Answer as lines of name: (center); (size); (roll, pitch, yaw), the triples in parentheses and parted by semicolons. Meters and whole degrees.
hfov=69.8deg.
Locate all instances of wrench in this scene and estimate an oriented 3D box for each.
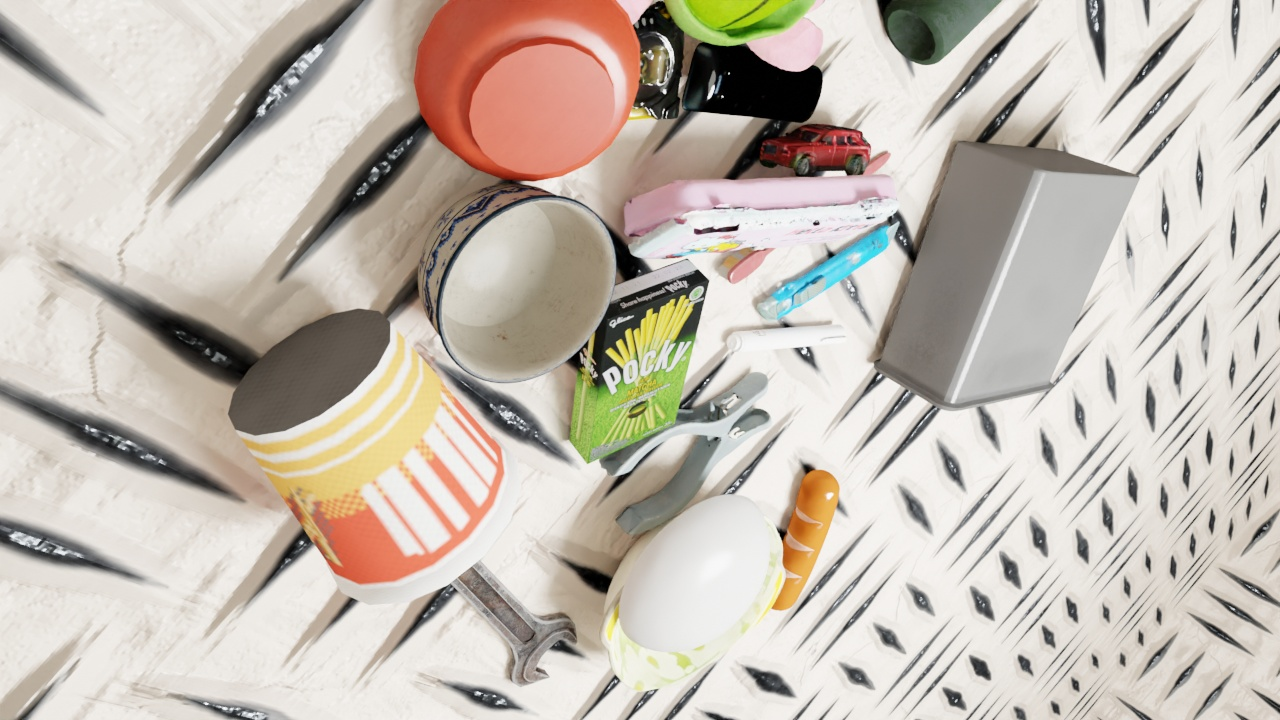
wrench: (-0.116, 0.179, 0.700); (0.070, 0.010, 0.273); (-40, 137, -12)

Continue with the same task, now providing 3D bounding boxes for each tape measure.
tape measure: (-0.005, -0.173, 0.530); (0.062, 0.038, 0.067); (-15, 127, -33)

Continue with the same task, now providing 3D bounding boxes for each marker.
marker: (0.123, -0.018, 0.761); (0.133, 0.020, 0.017); (-5, 123, -38)

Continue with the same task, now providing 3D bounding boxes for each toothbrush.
toothbrush: (0.131, -0.114, 0.709); (0.184, 0.016, 0.015); (-37, 136, -19)

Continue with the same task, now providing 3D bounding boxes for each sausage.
sausage: (0.161, 0.181, 0.918); (0.044, 0.039, 0.164); (-5, 121, -39)

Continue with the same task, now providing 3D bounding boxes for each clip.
clip: (0.035, 0.051, 0.728); (0.171, 0.029, 0.143); (-39, 138, -14)

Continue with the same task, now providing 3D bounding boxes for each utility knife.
utility knife: (0.158, -0.073, 0.758); (0.158, 0.015, 0.031); (-34, 140, -20)

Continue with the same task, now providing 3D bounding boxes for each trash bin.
trash bin: (0.338, -0.079, 0.849); (0.191, 0.097, 0.220); (-7, 121, -38)

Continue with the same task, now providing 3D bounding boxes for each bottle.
bottle: (0.252, -0.288, 0.660); (0.174, 0.055, 0.055); (-44, 137, -10)

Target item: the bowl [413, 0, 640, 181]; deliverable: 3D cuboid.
bowl: (-0.054, -0.139, 0.480); (0.122, 0.035, 0.122); (-12, 140, -10)

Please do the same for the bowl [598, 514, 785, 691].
bowl: (0.036, 0.198, 0.808); (0.219, 0.060, 0.189); (10, 110, -45)

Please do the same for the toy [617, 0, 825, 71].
toy: (0.047, -0.251, 0.484); (0.238, 0.088, 0.190); (35, 86, -48)

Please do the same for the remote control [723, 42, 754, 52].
remote control: (0.087, -0.224, 0.592); (0.124, 0.012, 0.028); (-44, 137, -8)

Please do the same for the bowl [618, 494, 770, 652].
bowl: (0.055, 0.181, 0.735); (0.149, 0.043, 0.150); (-22, 130, -29)

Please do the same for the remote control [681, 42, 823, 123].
remote control: (0.078, -0.177, 0.595); (0.151, 0.020, 0.041); (-15, 126, -51)

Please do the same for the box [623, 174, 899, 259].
box: (0.088, -0.098, 0.623); (0.201, 0.087, 0.044); (-9, 89, -33)

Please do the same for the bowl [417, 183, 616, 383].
bowl: (-0.078, -0.051, 0.536); (0.115, 0.059, 0.116); (-22, 130, -28)

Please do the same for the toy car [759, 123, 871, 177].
toy car: (0.126, -0.149, 0.657); (0.091, 0.042, 0.036); (-14, 119, -35)

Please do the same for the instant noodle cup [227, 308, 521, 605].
instant noodle cup: (-0.149, 0.047, 0.508); (0.123, 0.123, 0.121); (-37, 129, -15)

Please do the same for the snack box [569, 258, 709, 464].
snack box: (-0.004, 0.004, 0.638); (0.080, 0.025, 0.148); (-23, 145, -28)
